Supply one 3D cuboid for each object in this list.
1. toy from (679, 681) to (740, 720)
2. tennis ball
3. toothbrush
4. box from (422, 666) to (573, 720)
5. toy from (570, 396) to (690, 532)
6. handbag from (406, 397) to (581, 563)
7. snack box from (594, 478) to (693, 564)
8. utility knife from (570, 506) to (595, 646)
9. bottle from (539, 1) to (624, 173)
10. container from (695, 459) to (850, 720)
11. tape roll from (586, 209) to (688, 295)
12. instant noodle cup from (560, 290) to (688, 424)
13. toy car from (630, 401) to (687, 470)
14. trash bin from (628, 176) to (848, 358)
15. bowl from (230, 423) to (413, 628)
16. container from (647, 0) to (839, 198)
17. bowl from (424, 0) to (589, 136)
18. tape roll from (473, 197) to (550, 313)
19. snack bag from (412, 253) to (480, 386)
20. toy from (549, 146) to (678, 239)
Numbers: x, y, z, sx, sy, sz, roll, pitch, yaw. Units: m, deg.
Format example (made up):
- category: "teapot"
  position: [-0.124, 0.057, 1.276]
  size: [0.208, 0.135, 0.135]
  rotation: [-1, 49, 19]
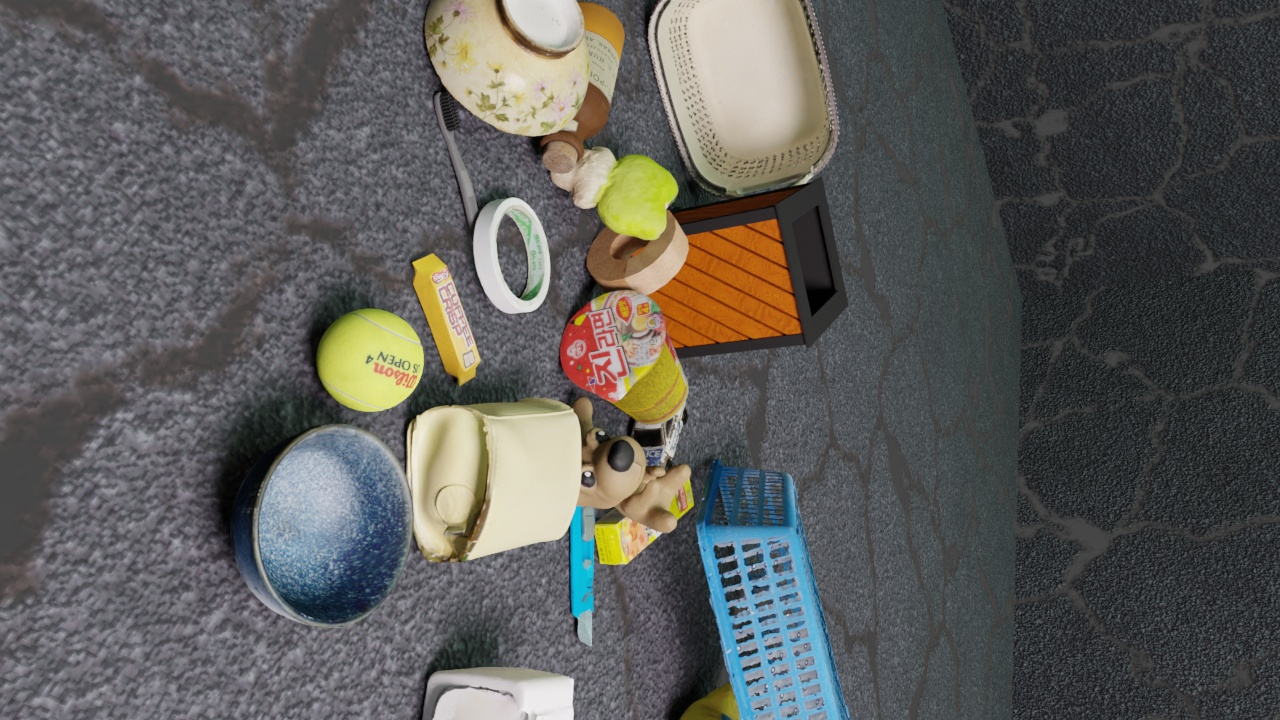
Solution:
- category: "toy"
  position: [0.077, 0.441, 0.894]
  size: [0.148, 0.084, 0.214]
  rotation: [-15, 100, -79]
- category: "tennis ball"
  position: [-0.171, 0.000, 0.582]
  size: [0.065, 0.065, 0.065]
  rotation: [17, 70, -57]
- category: "toothbrush"
  position: [-0.135, -0.126, 0.720]
  size: [0.012, 0.013, 0.167]
  rotation: [-32, 115, -57]
- category: "box"
  position: [-0.107, 0.262, 0.607]
  size: [0.095, 0.103, 0.107]
  rotation: [20, 68, -55]
- category: "toy"
  position: [-0.020, 0.103, 0.775]
  size: [0.108, 0.106, 0.133]
  rotation: [30, 55, -16]
- category: "handbag"
  position: [-0.107, 0.085, 0.668]
  size: [0.119, 0.081, 0.111]
  rotation: [-1, 93, -61]
- category: "snack box"
  position: [0.006, 0.149, 0.888]
  size: [0.147, 0.029, 0.040]
  rotation: [-27, 108, -58]
- category: "utility knife"
  position: [-0.049, 0.162, 0.808]
  size: [0.031, 0.015, 0.174]
  rotation: [8, 78, -44]
- category: "bottle"
  position: [-0.059, -0.237, 0.813]
  size: [0.068, 0.068, 0.156]
  rotation: [41, 51, -49]
- category: "container"
  position: [0.149, 0.293, 0.944]
  size: [0.256, 0.089, 0.362]
  rotation: [-47, 123, -78]
- category: "tape roll"
  position: [-0.003, -0.101, 0.856]
  size: [0.027, 0.094, 0.093]
  rotation: [53, 42, -41]
- category: "instant noodle cup"
  position: [-0.005, 0.005, 0.844]
  size: [0.112, 0.100, 0.100]
  rotation: [48, 45, -56]
- category: "toy car"
  position: [0.012, 0.074, 0.893]
  size: [0.040, 0.049, 0.112]
  rotation: [58, 39, -43]
- category: "trash bin"
  position: [0.100, -0.092, 0.950]
  size: [0.139, 0.172, 0.140]
  rotation: [-37, 116, -55]
- category: "bowl"
  position: [-0.194, 0.095, 0.532]
  size: [0.114, 0.061, 0.114]
  rotation: [18, 69, -59]
- category: "container"
  position: [0.124, -0.318, 1.036]
  size: [0.142, 0.185, 0.252]
  rotation: [-55, 131, -60]
- category: "bowl"
  position: [-0.090, -0.255, 0.714]
  size: [0.145, 0.063, 0.145]
  rotation: [13, 66, -30]
- category: "tape roll"
  position: [-0.103, -0.085, 0.747]
  size: [0.093, 0.018, 0.094]
  rotation: [-4, 90, -67]
- category: "snack bag"
  position: [-0.143, -0.030, 0.681]
  size: [0.026, 0.020, 0.099]
  rotation: [-42, 121, -55]
- category: "toy"
  position: [-0.026, -0.158, 0.834]
  size: [0.043, 0.118, 0.092]
  rotation: [116, -6, -58]
